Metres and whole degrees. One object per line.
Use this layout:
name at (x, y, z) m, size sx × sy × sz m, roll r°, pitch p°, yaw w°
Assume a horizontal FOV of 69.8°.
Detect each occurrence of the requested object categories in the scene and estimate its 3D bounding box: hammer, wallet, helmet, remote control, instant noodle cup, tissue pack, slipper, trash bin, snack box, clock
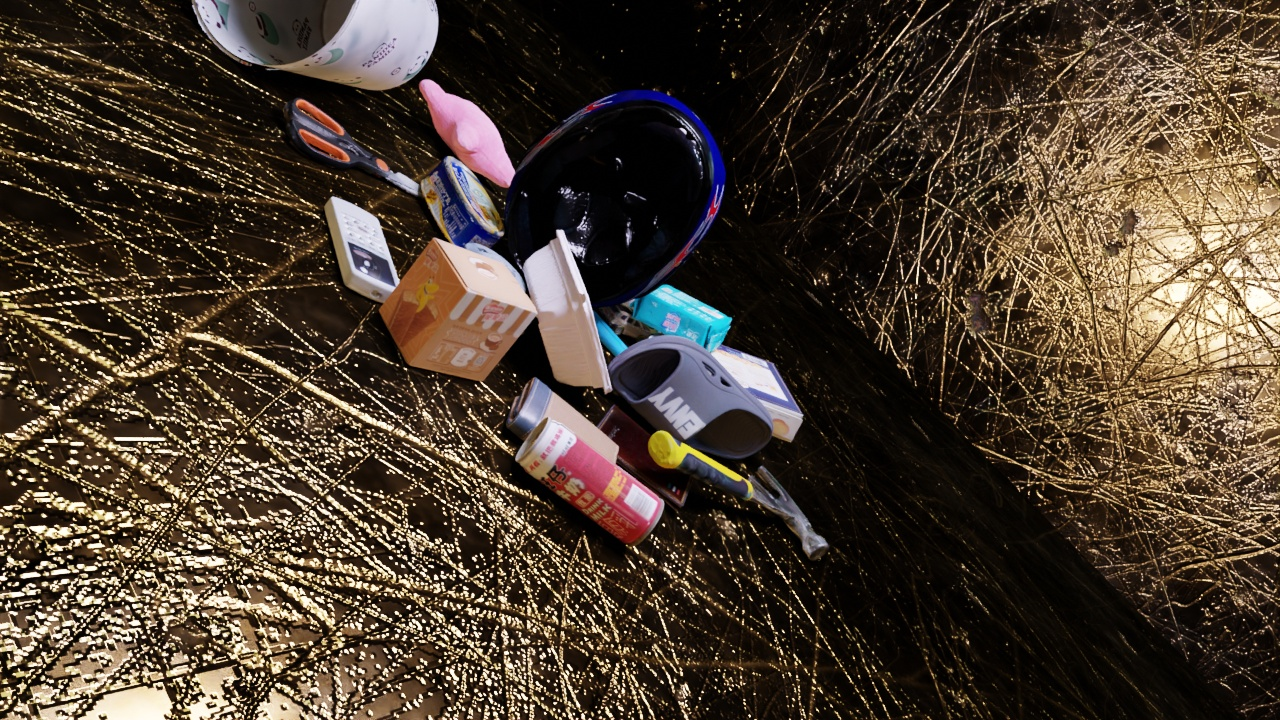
hammer at (0.109, 0.144, 1.055) m, size 0.323 × 0.032 × 0.126 m, roll 32°, pitch 17°, yaw -47°
wallet at (0.003, 0.105, 0.999) m, size 0.122 × 0.020 × 0.096 m, roll 39°, pitch 18°, yaw -1°
helmet at (-0.024, -0.214, 1.182) m, size 0.247 × 0.316 × 0.239 m, roll 49°, pitch 26°, yaw -9°
remote control at (-0.275, -0.111, 0.910) m, size 0.058 × 0.021 × 0.150 m, roll 25°, pitch 24°, yaw -42°
instant noodle cup at (-0.087, -0.050, 1.029) m, size 0.173 × 0.060 × 0.138 m, roll -110°, pitch -174°, yaw -52°
tissue pack at (0.055, -0.060, 1.283) m, size 0.133 × 0.050 × 0.093 m, roll 30°, pitch 19°, yaw 17°
slipper at (0.076, 0.062, 1.107) m, size 0.268 × 0.111 × 0.083 m, roll 34°, pitch 23°, yaw -36°
trash bin at (-0.395, -0.463, 1.172) m, size 0.229 × 0.230 × 0.251 m, roll 44°, pitch 12°, yaw 5°
wallet at (-0.074, 0.073, 0.890) m, size 0.115 × 0.033 × 0.090 m, roll 39°, pitch 21°, yaw -13°
snack box at (-0.170, -0.046, 0.858) m, size 0.092 × 0.094 × 0.077 m, roll 17°, pitch 30°, yaw -52°
snack box at (0.118, 0.028, 1.273) m, size 0.178 × 0.046 × 0.182 m, roll 20°, pitch 20°, yaw -13°
clock at (-0.165, -0.074, 1.000) m, size 0.122 × 0.055 × 0.082 m, roll 50°, pitch 18°, yaw 21°

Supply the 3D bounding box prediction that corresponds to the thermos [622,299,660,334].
thermos at (-0.041, -0.124, 1.361) m, size 0.224 × 0.073 × 0.073 m, roll 37°, pitch 19°, yaw -16°

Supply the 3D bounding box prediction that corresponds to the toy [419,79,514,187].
toy at (-0.250, -0.334, 1.402) m, size 0.194 × 0.075 × 0.178 m, roll 54°, pitch 11°, yaw 23°

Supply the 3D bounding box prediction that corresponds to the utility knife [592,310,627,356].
utility knife at (-0.007, 0.007, 1.204) m, size 0.194 × 0.018 × 0.034 m, roll 47°, pitch 18°, yaw 11°

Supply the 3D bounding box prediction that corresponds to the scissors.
scissors at (-0.323, -0.223, 1.092) m, size 0.235 × 0.022 × 0.142 m, roll 40°, pitch 25°, yaw -30°

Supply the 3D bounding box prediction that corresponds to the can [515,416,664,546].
can at (-0.046, 0.109, 0.826) m, size 0.132 × 0.053 × 0.053 m, roll 38°, pitch 18°, yaw -12°

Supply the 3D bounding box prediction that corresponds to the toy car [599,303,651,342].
toy car at (-0.017, -0.054, 1.297) m, size 0.090 × 0.035 × 0.042 m, roll 25°, pitch 26°, yaw -49°

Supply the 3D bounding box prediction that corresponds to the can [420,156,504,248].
can at (-0.221, -0.191, 1.143) m, size 0.074 × 0.049 × 0.148 m, roll 26°, pitch 28°, yaw -52°

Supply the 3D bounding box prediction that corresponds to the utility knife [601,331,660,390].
utility knife at (-0.010, -0.003, 1.179) m, size 0.029 × 0.013 × 0.222 m, roll 47°, pitch 27°, yaw 0°
